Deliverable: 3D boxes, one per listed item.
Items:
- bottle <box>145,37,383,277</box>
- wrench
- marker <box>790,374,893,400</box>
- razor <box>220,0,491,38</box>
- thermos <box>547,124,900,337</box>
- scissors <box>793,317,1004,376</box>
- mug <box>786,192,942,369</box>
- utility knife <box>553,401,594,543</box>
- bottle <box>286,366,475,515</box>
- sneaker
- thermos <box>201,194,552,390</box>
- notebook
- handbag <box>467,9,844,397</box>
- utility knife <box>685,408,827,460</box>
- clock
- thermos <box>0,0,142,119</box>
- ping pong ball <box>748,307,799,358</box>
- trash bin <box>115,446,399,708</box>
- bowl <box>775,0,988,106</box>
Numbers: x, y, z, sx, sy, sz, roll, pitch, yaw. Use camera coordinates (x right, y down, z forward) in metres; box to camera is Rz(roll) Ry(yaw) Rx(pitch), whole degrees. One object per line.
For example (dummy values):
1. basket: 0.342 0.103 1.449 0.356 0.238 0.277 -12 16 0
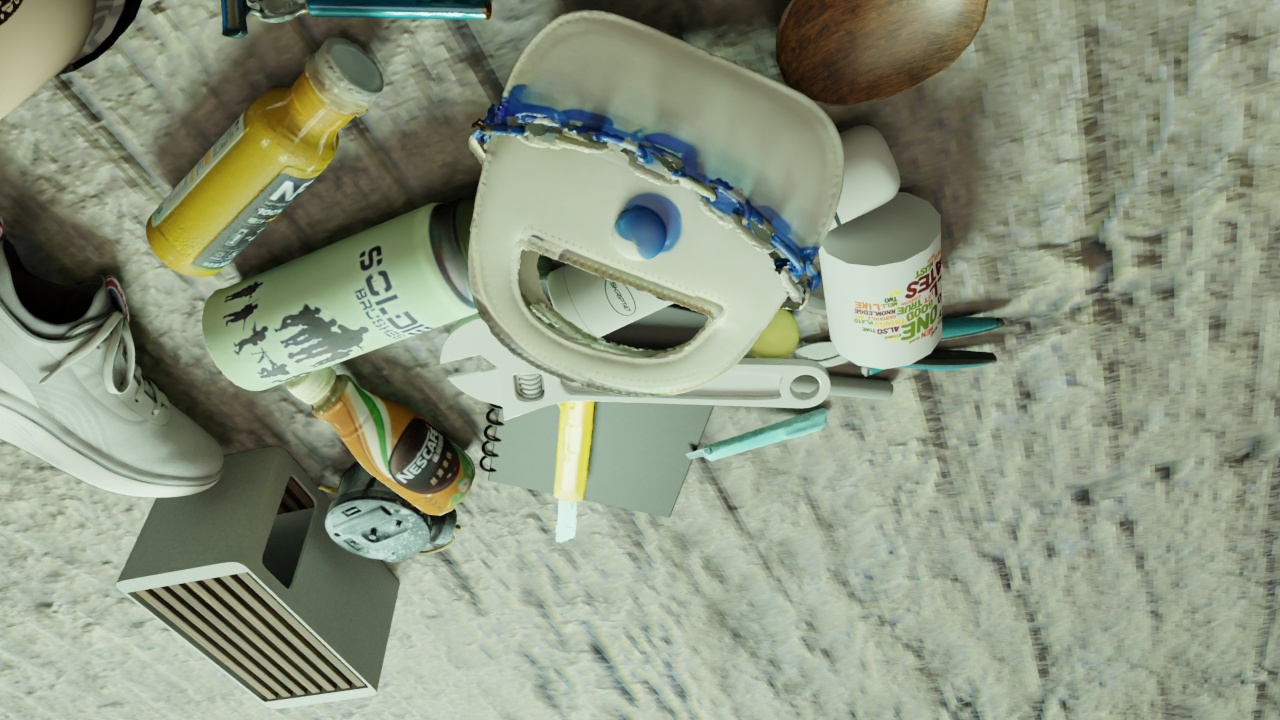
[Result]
1. bottle: -0.225 -0.119 0.550 0.187 0.053 0.053 -33 126 27
2. wrench: -0.004 0.004 0.646 0.273 0.018 0.087 1 122 4
3. marker: 0.125 0.017 0.707 0.140 0.016 0.016 6 134 -5
4. razor: -0.154 -0.194 0.500 0.144 0.022 0.042 0 98 -5
5. thermos: 0.050 -0.078 0.575 0.224 0.052 0.052 -24 130 14
6. scissors: 0.194 -0.012 0.677 0.132 0.019 0.148 29 129 -22
7. mug: 0.145 -0.054 0.606 0.105 0.073 0.090 10 140 27
8. utility knife: -0.057 0.084 0.735 0.030 0.018 0.207 11 129 3
9. bottle: -0.202 0.057 0.718 0.059 0.059 0.167 -25 129 23
10. sneaker: -0.391 0.006 0.658 0.129 0.096 0.263 -40 136 4
11. thermos: -0.169 -0.047 0.606 0.232 0.082 0.082 -18 132 17
12. notebook: -0.032 0.033 0.711 0.169 0.019 0.232 12 133 -4
13. handbag: 0.000 -0.073 0.501 0.200 0.093 0.200 20 104 -2
14. utility knife: 0.094 0.063 0.732 0.119 0.015 0.022 -16 139 -8
15. clock: -0.215 0.138 0.802 0.090 0.052 0.129 -23 129 21
16. thermos: -0.335 -0.162 0.387 0.173 0.225 0.173 0 134 0
17. ping pong ball: 0.093 -0.019 0.655 0.040 0.040 0.040 0 134 0
18. trash bin: -0.326 0.200 0.820 0.114 0.114 0.229 -12 133 11
19. bowl: 0.127 -0.188 0.495 0.114 0.026 0.102 -15 146 9
